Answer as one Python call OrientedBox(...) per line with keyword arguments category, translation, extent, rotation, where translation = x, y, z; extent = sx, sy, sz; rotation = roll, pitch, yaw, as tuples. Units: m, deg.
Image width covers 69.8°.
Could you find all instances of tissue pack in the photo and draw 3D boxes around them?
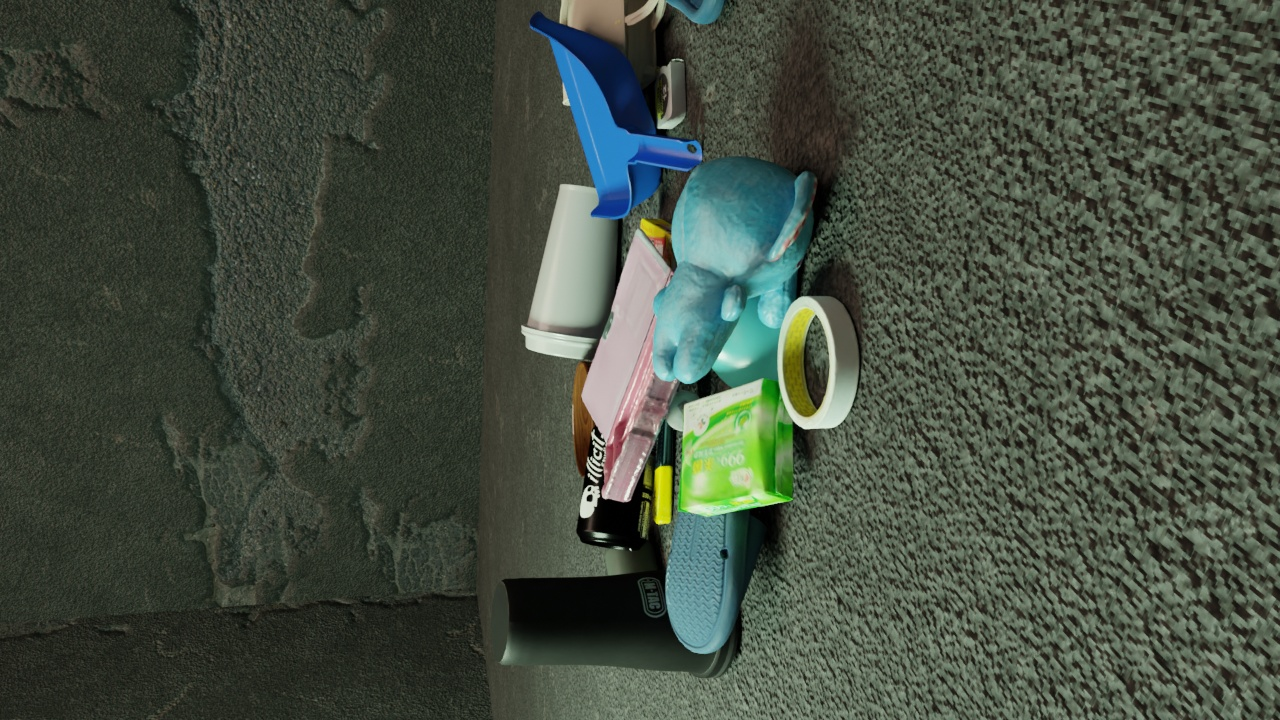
OrientedBox(category="tissue pack", translation=(0.075, 0.068, 0.725), extent=(0.114, 0.034, 0.099), rotation=(-23, 56, 49))

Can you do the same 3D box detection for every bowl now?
OrientedBox(category="bowl", translation=(0.076, -0.024, 0.770), extent=(0.121, 0.046, 0.121), rotation=(178, 91, -75))
OrientedBox(category="bowl", translation=(-0.042, 0.074, 1.168), extent=(0.147, 0.068, 0.147), rotation=(179, 91, -77))

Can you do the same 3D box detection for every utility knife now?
OrientedBox(category="utility knife", translation=(0.027, 0.091, 1.011), extent=(0.029, 0.020, 0.186), rotation=(-139, 49, -70))

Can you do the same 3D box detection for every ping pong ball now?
OrientedBox(category="ping pong ball", translation=(0.043, 0.050, 0.908), extent=(0.040, 0.040, 0.040), rotation=(178, 91, -75))

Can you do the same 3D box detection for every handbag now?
OrientedBox(category="handbag", translation=(-0.020, -0.398, 1.049), extent=(0.198, 0.101, 0.194), rotation=(1, 92, 63))

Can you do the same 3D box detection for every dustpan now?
OrientedBox(category="dustpan", translation=(-0.016, -0.249, 0.998), extent=(0.258, 0.059, 0.246), rotation=(22, 140, 45))

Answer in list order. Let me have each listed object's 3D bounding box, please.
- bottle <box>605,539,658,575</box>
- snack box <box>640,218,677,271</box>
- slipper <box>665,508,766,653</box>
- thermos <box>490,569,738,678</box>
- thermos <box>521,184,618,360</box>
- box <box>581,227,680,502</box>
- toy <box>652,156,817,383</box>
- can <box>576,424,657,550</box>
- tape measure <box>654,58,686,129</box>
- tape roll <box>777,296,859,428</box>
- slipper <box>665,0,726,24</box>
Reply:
OrientedBox(category="bottle", translation=(-0.009, 0.246, 1.077), extent=(0.060, 0.060, 0.108), rotation=(107, 157, -49))
OrientedBox(category="snack box", translation=(0.029, -0.103, 0.980), extent=(0.152, 0.025, 0.075), rotation=(-131, 42, -67))
OrientedBox(category="slipper", translation=(0.073, 0.141, 0.778), extent=(0.104, 0.059, 0.213), rotation=(-13, 65, 65))
OrientedBox(category="thermos", translation=(-0.021, 0.237, 0.837), extent=(0.106, 0.218, 0.106), rotation=(-175, 91, -69))
OrientedBox(category="thermos", translation=(-0.084, -0.119, 1.235), extent=(0.131, 0.131, 0.222), rotation=(-151, 69, -73))
OrientedBox(category="box", translation=(0.000, 0.006, 0.939), extent=(0.180, 0.050, 0.233), rotation=(-108, 32, -49))
OrientedBox(category="toy", translation=(0.070, -0.063, 0.682), extent=(0.184, 0.114, 0.180), rotation=(6, 76, 65))
OrientedBox(category="can", translation=(-0.025, 0.139, 1.048), extent=(0.080, 0.080, 0.145), rotation=(135, 145, -70))
OrientedBox(category="tape measure", translation=(0.031, -0.283, 0.978), extent=(0.065, 0.016, 0.064), rotation=(165, 104, -74))
OrientedBox(category="tape roll", translation=(0.124, 0.001, 0.649), extent=(0.094, 0.019, 0.094), rotation=(178, 91, -75))
OrientedBox(category="slipper", translation=(0.033, -0.388, 0.878), extent=(0.213, 0.059, 0.104), rotation=(-112, 30, -43))
